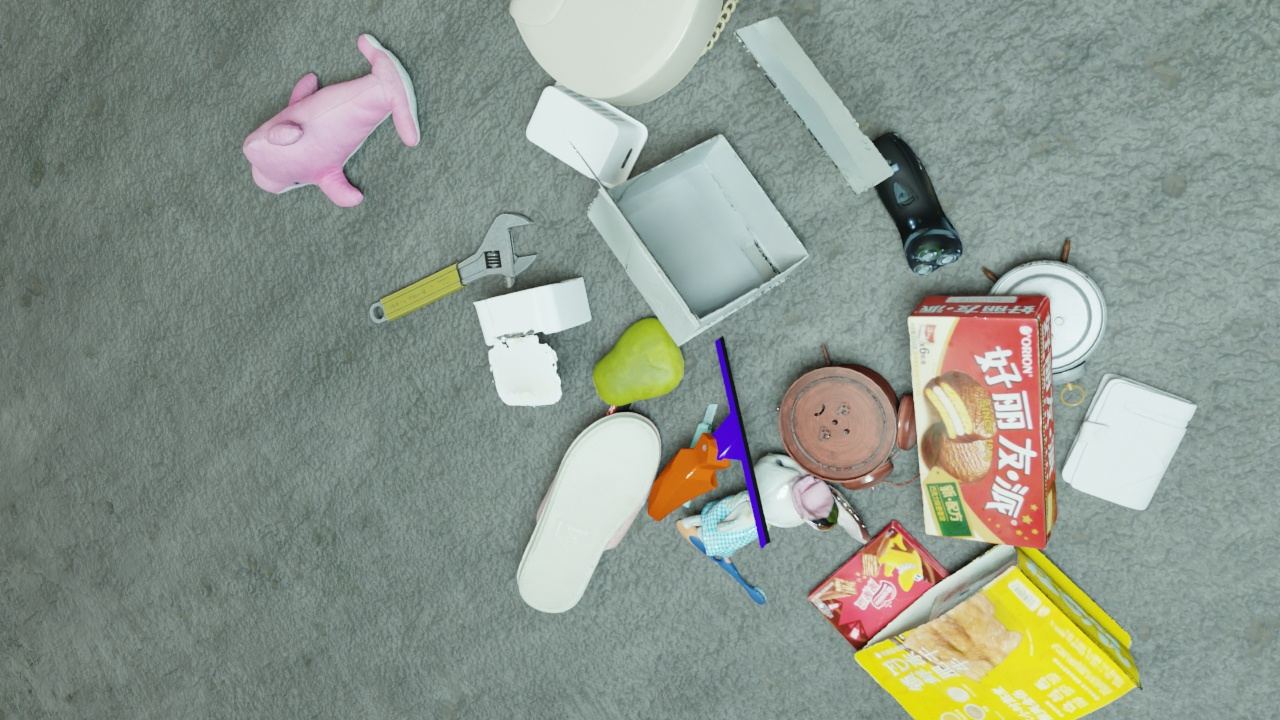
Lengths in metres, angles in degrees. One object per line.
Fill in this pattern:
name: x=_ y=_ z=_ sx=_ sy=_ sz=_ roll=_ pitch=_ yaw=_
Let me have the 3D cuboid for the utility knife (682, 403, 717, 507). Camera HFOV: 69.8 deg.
utility knife: x=0.064 y=0.108 z=1.048 sx=0.022 sy=0.015 sz=0.129 roll=21 pitch=106 yaw=15

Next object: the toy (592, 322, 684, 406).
toy: x=-0.006 y=0.006 z=1.034 sx=0.110 sy=0.051 sz=0.090 roll=-27 pitch=80 yaw=10

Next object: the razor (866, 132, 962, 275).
razor: x=0.258 y=-0.151 z=0.882 sx=0.053 sy=0.063 sz=0.140 roll=-27 pitch=89 yaw=25

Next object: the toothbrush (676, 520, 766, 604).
toothbrush: x=0.094 y=0.231 z=1.060 sx=0.135 sy=0.017 sz=0.022 roll=41 pitch=110 yaw=15

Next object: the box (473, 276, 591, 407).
box: x=-0.117 y=-0.016 z=1.048 sx=0.109 sy=0.124 sz=0.137 roll=-13 pitch=97 yaw=25

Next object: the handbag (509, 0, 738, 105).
handbag: x=-0.026 y=-0.379 z=0.947 sx=0.208 sy=0.103 sz=0.211 roll=39 pitch=112 yaw=17

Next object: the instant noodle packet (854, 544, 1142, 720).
instant noodle packet: x=0.347 y=0.299 z=0.919 sx=0.163 sy=0.084 sz=0.222 roll=44 pitch=120 yaw=-1

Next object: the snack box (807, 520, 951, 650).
snack box: x=0.256 y=0.246 z=0.983 sx=0.089 sy=0.021 sz=0.133 roll=45 pitch=114 yaw=9

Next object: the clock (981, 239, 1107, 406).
clock: x=0.381 y=-0.029 z=0.855 sx=0.104 sy=0.056 sz=0.148 roll=-19 pitch=90 yaw=28

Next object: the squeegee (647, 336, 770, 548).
squeegee: x=0.055 y=0.124 z=0.998 sx=0.185 sy=0.055 sz=0.249 roll=126 pitch=146 yaw=-44

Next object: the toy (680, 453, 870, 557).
toy: x=0.135 y=0.157 z=0.997 sx=0.206 sy=0.131 sz=0.105 roll=-17 pitch=61 yaw=36

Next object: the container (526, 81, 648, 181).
container: x=-0.066 y=-0.252 z=1.018 sx=0.129 sy=0.049 sz=0.081 roll=34 pitch=112 yaw=15

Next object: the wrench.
wrench: x=-0.237 y=-0.104 z=1.142 sx=0.274 sy=0.018 sz=0.083 roll=-19 pitch=92 yaw=26

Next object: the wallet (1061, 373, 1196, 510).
wallet: x=0.454 y=0.077 z=0.856 sx=0.086 sy=0.032 sz=0.116 roll=18 pitch=107 yaw=18

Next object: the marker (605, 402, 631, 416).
marker: x=-0.045 y=0.092 z=1.091 sx=0.023 sy=0.021 sz=0.145 roll=31 pitch=111 yaw=9

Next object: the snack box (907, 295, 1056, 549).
snack box: x=0.323 y=0.058 z=0.860 sx=0.113 sy=0.060 sz=0.236 roll=3 pitch=115 yaw=33

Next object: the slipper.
slipper: x=-0.063 y=0.177 z=1.084 sx=0.114 sy=0.054 sz=0.275 roll=27 pitch=104 yaw=-9

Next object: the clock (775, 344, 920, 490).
clock: x=0.220 y=0.068 z=0.937 sx=0.158 sy=0.072 sz=0.121 roll=39 pitch=113 yaw=14

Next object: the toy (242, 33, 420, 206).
toy: x=-0.397 y=-0.282 z=1.122 sx=0.266 sy=0.127 sz=0.186 roll=-26 pitch=85 yaw=21

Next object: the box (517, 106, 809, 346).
box: x=0.022 y=-0.112 z=0.828 sx=0.150 sy=0.368 sz=0.167 roll=-38 pitch=84 yaw=23
